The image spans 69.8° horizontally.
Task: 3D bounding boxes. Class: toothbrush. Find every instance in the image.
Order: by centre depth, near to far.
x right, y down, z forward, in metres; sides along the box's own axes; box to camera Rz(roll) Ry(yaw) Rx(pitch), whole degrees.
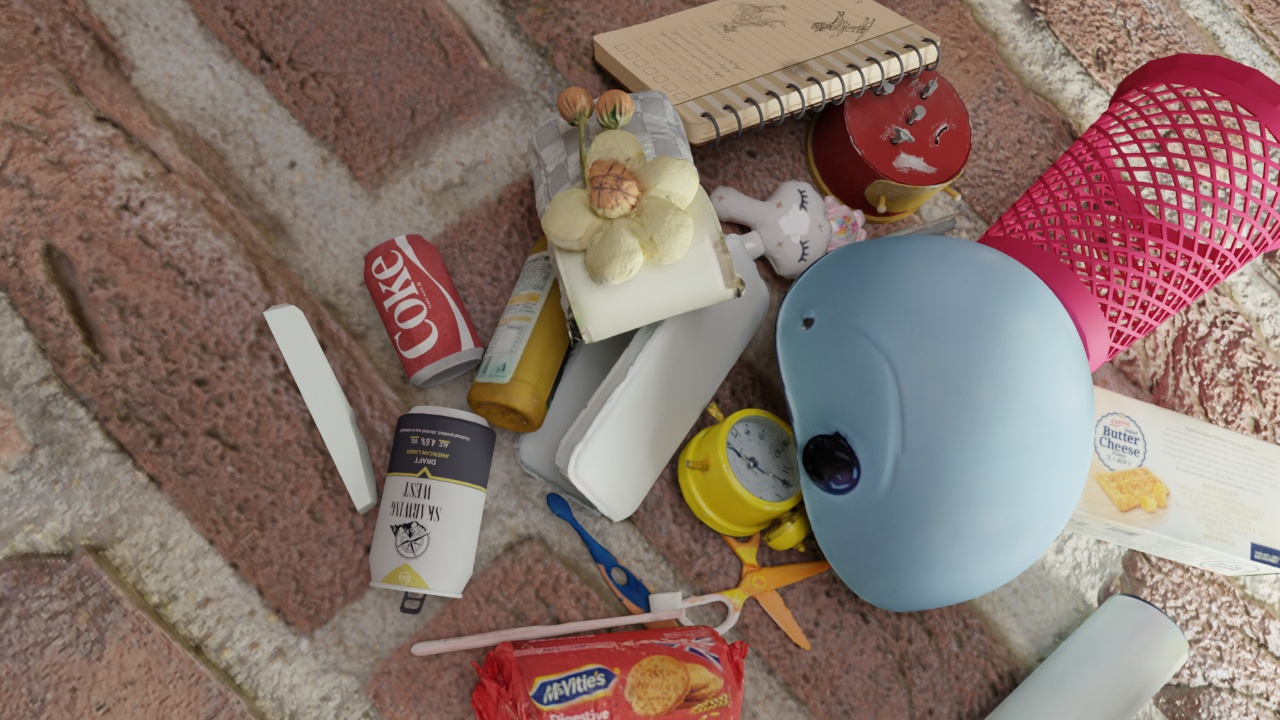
[{"bbox_3d":[-0.059,0.174,0.604,0.181,0.016,0.018,-6,78,-10],"label":"toothbrush"},{"bbox_3d":[-0.020,0.143,0.631,0.021,0.017,0.135,-42,92,-16],"label":"toothbrush"}]

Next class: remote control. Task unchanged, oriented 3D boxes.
[{"bbox_3d":[-0.201,0.029,0.591,0.024,0.050,0.143,-26,85,-18],"label":"remote control"}]

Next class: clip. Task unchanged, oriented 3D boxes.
[{"bbox_3d":[0.204,-0.089,0.727,0.054,0.102,0.038,-5,79,-61],"label":"clip"}]

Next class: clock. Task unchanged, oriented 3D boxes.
[{"bbox_3d":[0.084,0.084,0.642,0.118,0.057,0.083,33,52,-10],"label":"clock"},{"bbox_3d":[0.198,-0.195,0.732,0.117,0.081,0.158,-11,80,-17],"label":"clock"}]

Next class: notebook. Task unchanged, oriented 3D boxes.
[{"bbox_3d":[0.097,-0.237,0.701,0.225,0.024,0.167,-23,49,-19],"label":"notebook"}]

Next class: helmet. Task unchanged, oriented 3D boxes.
[{"bbox_3d":[0.208,0.040,0.621,0.225,0.167,0.265,-2,86,-38],"label":"helmet"}]

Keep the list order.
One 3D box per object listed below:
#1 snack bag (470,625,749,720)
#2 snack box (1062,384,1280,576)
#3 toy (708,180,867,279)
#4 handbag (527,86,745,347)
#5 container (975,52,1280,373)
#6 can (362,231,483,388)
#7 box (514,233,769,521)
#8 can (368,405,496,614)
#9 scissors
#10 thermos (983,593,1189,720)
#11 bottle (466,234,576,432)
[{"bbox_3d":[-0.018,0.214,0.582,0.176,0.082,0.082,-2,77,-14],"label":"snack bag"},{"bbox_3d":[0.411,0.097,0.731,0.208,0.058,0.104,16,73,-11],"label":"snack box"},{"bbox_3d":[0.114,-0.101,0.706,0.125,0.037,0.076,1,85,-2],"label":"toy"},{"bbox_3d":[-0.014,-0.108,0.578,0.112,0.123,0.171,-17,59,2],"label":"handbag"},{"bbox_3d":[0.370,-0.097,0.716,0.225,0.183,0.183,-37,88,-12],"label":"container"},{"bbox_3d":[-0.148,-0.034,0.619,0.054,0.054,0.096,-24,84,-19],"label":"can"},{"bbox_3d":[-0.008,0.005,0.660,0.216,0.110,0.108,-53,136,-17],"label":"box"},{"bbox_3d":[-0.133,0.097,0.585,0.064,0.064,0.127,11,74,-12],"label":"can"},{"bbox_3d":[0.077,0.160,0.653,0.128,0.011,0.125,-37,87,-18],"label":"scissors"},{"bbox_3d":[0.295,0.261,0.657,0.229,0.068,0.068,-33,87,-19],"label":"thermos"},{"bbox_3d":[-0.062,-0.042,0.638,0.053,0.053,0.185,23,64,-8],"label":"bottle"}]
